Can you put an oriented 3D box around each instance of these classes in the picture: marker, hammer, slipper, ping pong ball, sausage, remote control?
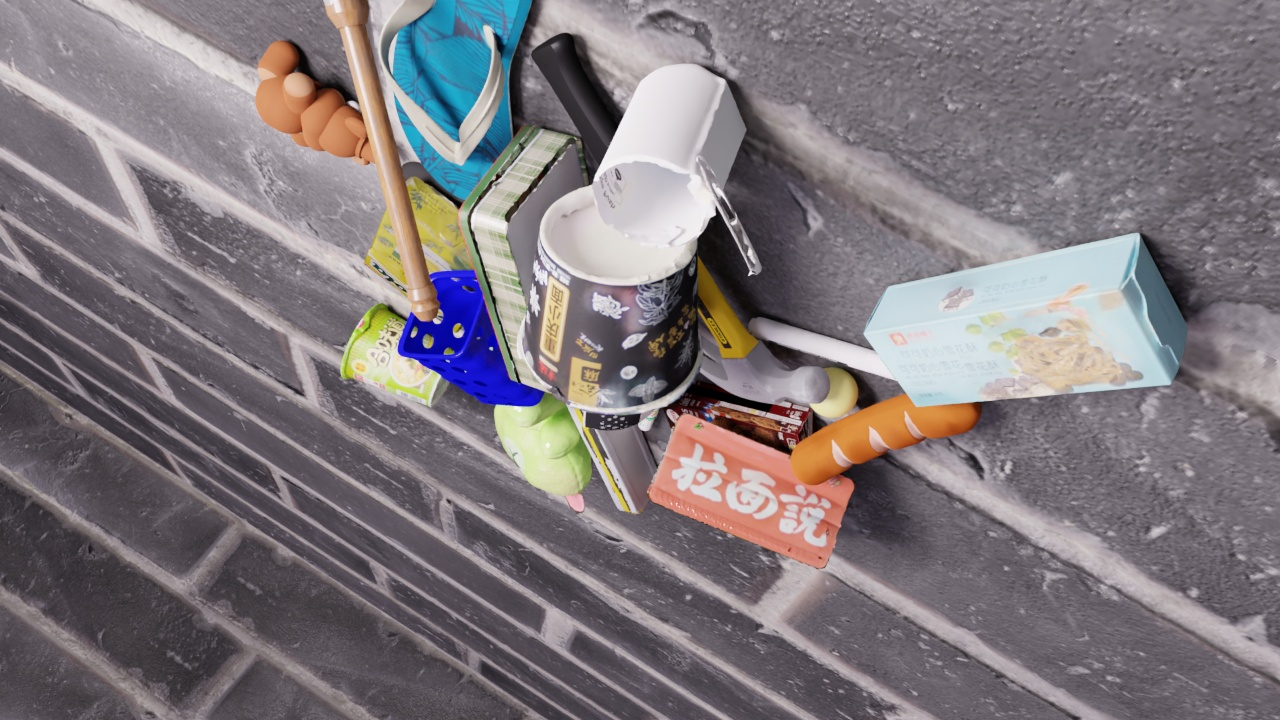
[{"bbox_3d":[0.016,0.030,0.889,0.017,0.017,0.146,30,149,8],"label":"marker"},{"bbox_3d":[0.020,-0.093,0.684,0.127,0.029,0.323,0,131,55],"label":"hammer"},{"bbox_3d":[-0.180,-0.176,0.613,0.163,0.082,0.318,9,117,40],"label":"hammer"},{"bbox_3d":[-0.141,-0.211,0.666,0.118,0.060,0.296,38,149,3],"label":"slipper"},{"bbox_3d":[0.152,0.025,0.726,0.040,0.040,0.040,25,148,17],"label":"ping pong ball"},{"bbox_3d":[0.185,0.056,0.710,0.039,0.044,0.165,27,141,-33],"label":"sausage"},{"bbox_3d":[0.144,-0.010,0.706,0.134,0.017,0.020,19,162,26],"label":"marker"},{"bbox_3d":[-0.151,-0.140,0.817,0.147,0.015,0.033,25,148,17],"label":"remote control"}]

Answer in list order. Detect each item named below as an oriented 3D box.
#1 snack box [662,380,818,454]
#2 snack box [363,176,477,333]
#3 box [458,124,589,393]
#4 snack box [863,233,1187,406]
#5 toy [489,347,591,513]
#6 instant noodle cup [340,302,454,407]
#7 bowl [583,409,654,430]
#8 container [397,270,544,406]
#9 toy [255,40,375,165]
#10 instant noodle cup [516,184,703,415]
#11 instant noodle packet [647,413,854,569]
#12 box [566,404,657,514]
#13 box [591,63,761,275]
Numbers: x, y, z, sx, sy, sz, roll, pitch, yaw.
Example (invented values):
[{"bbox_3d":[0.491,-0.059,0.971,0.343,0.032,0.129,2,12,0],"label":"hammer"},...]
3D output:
[{"bbox_3d":[0.090,0.056,0.838,0.141,0.031,0.051,13,143,33],"label":"snack box"},{"bbox_3d":[-0.196,-0.095,0.877,0.121,0.045,0.181,38,155,-11],"label":"snack box"},{"bbox_3d":[-0.081,-0.076,0.740,0.051,0.117,0.206,19,148,22],"label":"box"},{"bbox_3d":[0.233,-0.019,0.573,0.175,0.053,0.075,-11,126,50],"label":"snack box"},{"bbox_3d":[-0.106,0.059,0.971,0.150,0.107,0.197,41,165,30],"label":"toy"},{"bbox_3d":[-0.275,0.000,1.067,0.108,0.098,0.099,26,150,0],"label":"instant noodle cup"},{"bbox_3d":[-0.005,0.005,0.787,0.066,0.120,0.120,11,147,1],"label":"bowl"},{"bbox_3d":[-0.141,-0.017,0.828,0.085,0.085,0.113,3,157,35],"label":"container"},{"bbox_3d":[-0.276,-0.216,0.804,0.127,0.065,0.095,28,158,-5],"label":"toy"},{"bbox_3d":[-0.019,-0.049,0.637,0.137,0.136,0.112,24,140,18],"label":"instant noodle cup"},{"bbox_3d":[0.092,0.134,0.871,0.164,0.084,0.221,21,167,5],"label":"instant noodle packet"},{"bbox_3d":[-0.029,0.081,0.960,0.037,0.064,0.210,8,141,27],"label":"box"},{"bbox_3d":[0.031,-0.113,0.550,0.126,0.155,0.084,1,140,29],"label":"box"}]
